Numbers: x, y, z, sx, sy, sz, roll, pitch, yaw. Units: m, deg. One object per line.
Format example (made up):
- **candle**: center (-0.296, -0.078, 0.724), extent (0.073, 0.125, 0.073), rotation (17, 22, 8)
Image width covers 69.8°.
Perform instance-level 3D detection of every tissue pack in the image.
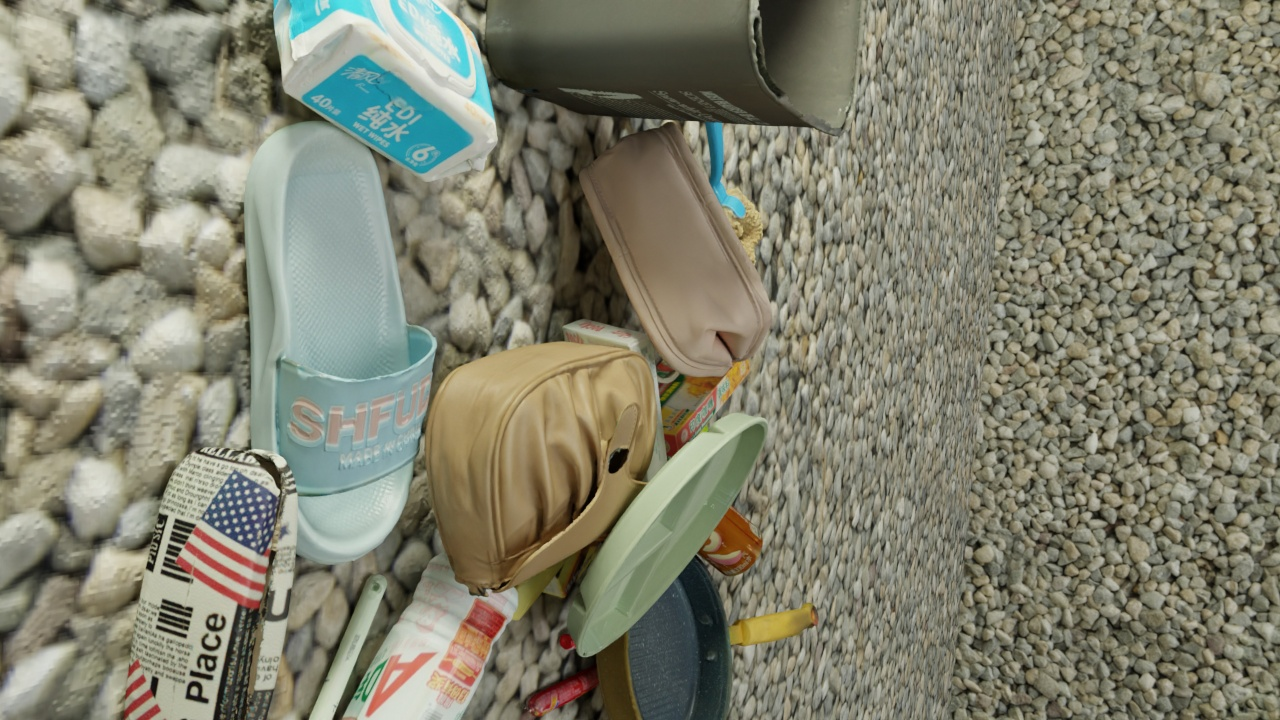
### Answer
- **tissue pack**: center (-0.136, -0.168, 0.504), extent (0.140, 0.063, 0.090), rotation (29, 41, -57)

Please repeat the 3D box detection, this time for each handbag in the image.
- **handbag**: center (-0.053, 0.063, 0.613), extent (0.204, 0.100, 0.148), rotation (-17, 113, -62)
- **handbag**: center (0.041, -0.070, 0.787), extent (0.193, 0.093, 0.234), rotation (66, 5, 19)

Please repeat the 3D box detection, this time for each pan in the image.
- **pan**: center (0.082, 0.278, 0.918), extent (0.356, 0.078, 0.197), rotation (12, 68, -59)

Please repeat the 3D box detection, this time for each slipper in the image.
- **slipper**: center (-0.159, -0.008, 0.512), extent (0.103, 0.074, 0.245), rotation (-20, 111, -58)

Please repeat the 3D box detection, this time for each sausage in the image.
- **sausage**: center (-0.053, 0.283, 0.802), extent (0.155, 0.020, 0.020), rotation (-1, 96, -60)

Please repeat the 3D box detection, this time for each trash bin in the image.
- **trash bin**: center (0.026, -0.260, 0.640), extent (0.198, 0.220, 0.198), rotation (-2, 96, -60)

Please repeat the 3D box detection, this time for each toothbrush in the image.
- **toothbrush**: center (-0.193, 0.220, 0.549), extent (0.020, 0.029, 0.189), rotation (132, -22, -65)

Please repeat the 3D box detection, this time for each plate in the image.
- **plate**: center (0.021, 0.132, 0.714), extent (0.229, 0.027, 0.231), rotation (-46, 161, -21)

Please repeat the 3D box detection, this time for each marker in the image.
- **marker**: center (-0.028, 0.242, 0.840), extent (0.145, 0.017, 0.017), rotation (5, 91, -60)

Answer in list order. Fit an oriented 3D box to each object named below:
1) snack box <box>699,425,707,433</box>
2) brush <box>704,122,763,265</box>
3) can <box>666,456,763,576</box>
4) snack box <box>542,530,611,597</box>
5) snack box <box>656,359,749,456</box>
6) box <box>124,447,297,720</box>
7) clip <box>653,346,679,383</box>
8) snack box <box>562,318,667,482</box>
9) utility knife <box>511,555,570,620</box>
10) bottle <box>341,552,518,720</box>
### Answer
- **snack box**: center (0.042, 0.101, 0.926), extent (0.085, 0.026, 0.156), rotation (-46, 134, -46)
- **brush**: center (0.080, -0.188, 0.909), extent (0.083, 0.046, 0.255), rotation (-58, 147, -32)
- **can**: center (0.053, 0.146, 0.871), extent (0.147, 0.058, 0.057), rotation (42, 56, -28)
- **snack box**: center (-0.067, 0.109, 0.733), extent (0.086, 0.034, 0.140), rotation (-49, 133, -44)
- **snack box**: center (0.036, 0.034, 0.852), extent (0.155, 0.077, 0.027), rotation (-45, 132, -48)
- **box**: center (-0.213, 0.123, 0.449), extent (0.076, 0.075, 0.163), rotation (17, 83, -55)
- **clip**: center (-0.003, -0.007, 0.825), extent (0.103, 0.035, 0.076), rotation (7, 91, -52)
- **snack box**: center (-0.019, 0.048, 0.751), extent (0.026, 0.085, 0.157), rotation (-24, 117, -37)
- **utility knife**: center (-0.063, 0.146, 0.696), extent (0.176, 0.019, 0.031), rotation (-53, 134, -42)
- **bottle**: center (-0.150, 0.223, 0.582), extent (0.196, 0.068, 0.068), rotation (-63, 144, -25)
